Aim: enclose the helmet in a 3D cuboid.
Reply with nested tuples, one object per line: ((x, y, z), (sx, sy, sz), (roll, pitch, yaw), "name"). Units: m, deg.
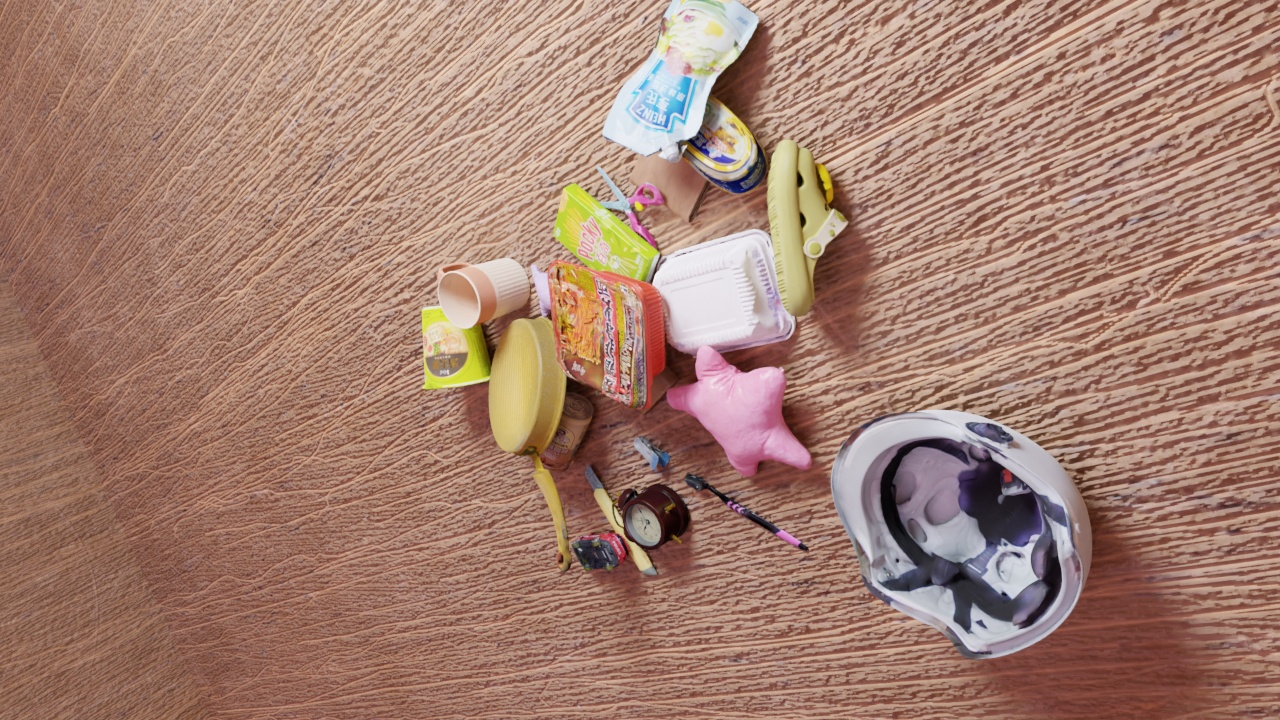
((0.338, 0.154, 0.938), (0.259, 0.145, 0.230), (39, 125, 31), "helmet")

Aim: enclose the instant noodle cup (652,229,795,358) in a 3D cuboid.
((0.088, -0.073, 1.105), (0.174, 0.060, 0.138), (-12, 99, 39), "instant noodle cup")

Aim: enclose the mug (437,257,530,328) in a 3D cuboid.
((-0.233, -0.106, 1.313), (0.114, 0.105, 0.082), (33, 124, 24), "mug")

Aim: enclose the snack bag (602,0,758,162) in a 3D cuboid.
((0.041, -0.312, 1.008), (0.110, 0.039, 0.191), (31, 93, 16), "snack bag")

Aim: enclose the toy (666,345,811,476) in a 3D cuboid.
((0.131, 0.064, 1.108), (0.194, 0.074, 0.179), (44, 140, 4), "toy")

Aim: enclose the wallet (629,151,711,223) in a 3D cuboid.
((0.045, -0.239, 1.103), (0.101, 0.020, 0.115), (39, 124, 21), "wallet")

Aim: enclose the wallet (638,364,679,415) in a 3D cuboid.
((-0.007, 0.007, 1.229), (0.115, 0.033, 0.090), (50, 132, 11), "wallet")

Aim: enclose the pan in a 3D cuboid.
((-0.142, 0.114, 1.281), (0.198, 0.078, 0.357), (-30, 60, 56), "pan")

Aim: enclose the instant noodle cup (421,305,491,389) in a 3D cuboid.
((-0.283, -0.026, 1.390), (0.112, 0.111, 0.123), (-4, 97, 39), "instant noodle cup")

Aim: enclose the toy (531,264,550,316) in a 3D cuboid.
((-0.103, -0.085, 1.265), (0.108, 0.038, 0.084), (16, 133, 29), "toy")

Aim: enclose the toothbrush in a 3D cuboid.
((0.135, 0.198, 1.199), (0.189, 0.017, 0.014), (29, 121, 25), "toothbrush")

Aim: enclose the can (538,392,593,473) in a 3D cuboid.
((-0.113, 0.106, 1.330), (0.058, 0.058, 0.117), (40, 127, 20), "can")

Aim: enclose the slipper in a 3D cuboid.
((0.182, -0.144, 1.000), (0.081, 0.091, 0.190), (-5, 96, -1), "slipper")

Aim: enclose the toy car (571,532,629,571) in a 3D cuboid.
((-0.059, 0.283, 1.363), (0.121, 0.045, 0.053), (-21, 95, 55), "toy car")

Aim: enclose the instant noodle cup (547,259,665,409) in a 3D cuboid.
((-0.036, -0.040, 1.142), (0.189, 0.078, 0.165), (23, 124, 44), "instant noodle cup")

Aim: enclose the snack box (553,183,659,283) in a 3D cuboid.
((-0.047, -0.151, 1.192), (0.156, 0.026, 0.086), (42, 141, 18), "snack box")

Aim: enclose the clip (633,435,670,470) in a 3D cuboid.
((0.012, 0.125, 1.267), (0.058, 0.045, 0.027), (43, 131, 30), "clip")

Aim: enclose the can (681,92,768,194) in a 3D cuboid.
((0.079, -0.250, 1.030), (0.075, 0.049, 0.148), (-46, 69, 10), "can")

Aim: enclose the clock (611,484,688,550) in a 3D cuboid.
((0.010, 0.218, 1.279), (0.122, 0.055, 0.082), (0, 107, 40), "clock")

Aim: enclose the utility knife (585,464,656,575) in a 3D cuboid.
((-0.034, 0.236, 1.344), (0.031, 0.020, 0.188), (-35, 90, 37), "utility knife")

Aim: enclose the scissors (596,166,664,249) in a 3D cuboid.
((-0.014, -0.190, 1.162), (0.133, 0.017, 0.131), (9, 125, 48), "scissors")
